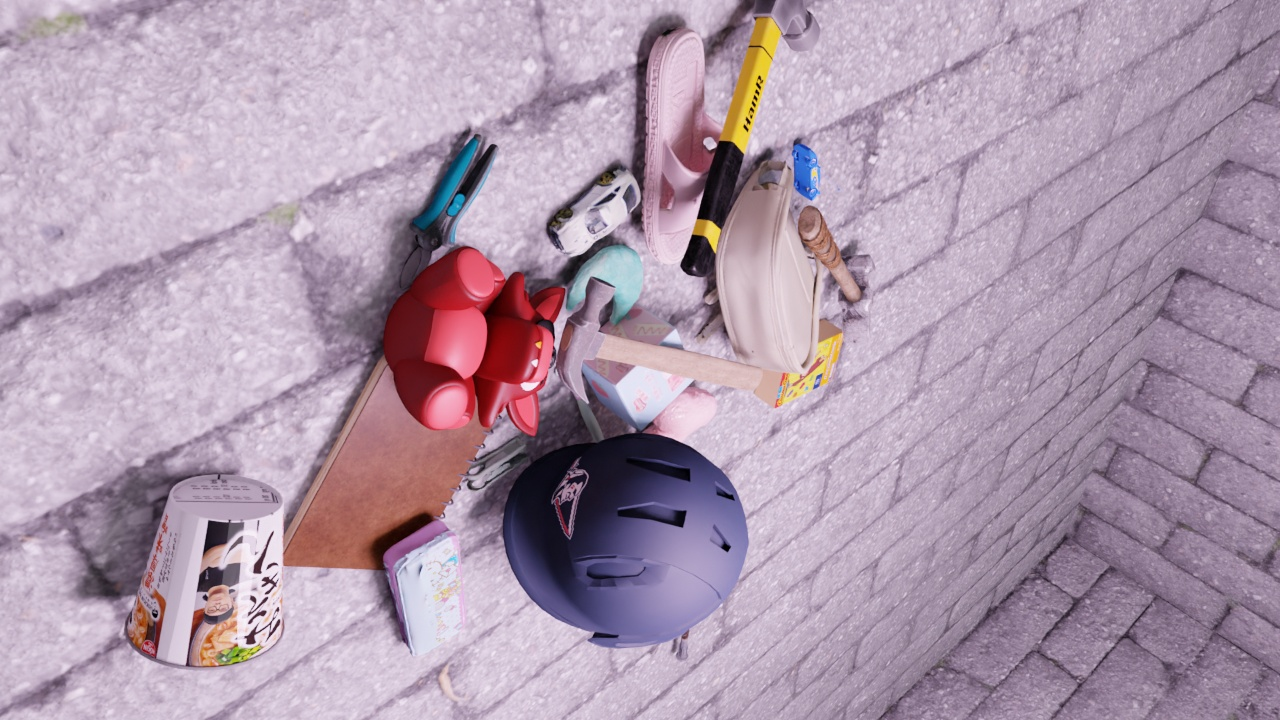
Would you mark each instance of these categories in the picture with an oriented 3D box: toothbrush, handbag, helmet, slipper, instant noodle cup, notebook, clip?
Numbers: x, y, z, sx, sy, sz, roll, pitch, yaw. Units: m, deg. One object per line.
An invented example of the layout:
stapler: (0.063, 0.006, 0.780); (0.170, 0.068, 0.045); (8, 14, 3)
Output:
toothbrush: (-0.065, 0.054, 1.054); (0.022, 0.015, 0.155); (-14, 139, 6)
handbag: (0.143, -0.105, 1.113); (0.183, 0.132, 0.229); (-69, 152, -21)
helmet: (-0.015, 0.185, 1.012); (0.224, 0.272, 0.231); (103, -3, -56)
slipper: (0.051, -0.205, 0.912); (0.094, 0.064, 0.240); (-42, 142, -42)
instant noodle cup: (-0.350, 0.168, 0.760); (0.123, 0.124, 0.122); (0, 110, -48)
notebook: (-0.237, 0.108, 0.904); (0.167, 0.024, 0.225); (19, 105, -51)
clip: (-0.157, 0.114, 0.998); (0.075, 0.023, 0.044); (-32, 137, -30)

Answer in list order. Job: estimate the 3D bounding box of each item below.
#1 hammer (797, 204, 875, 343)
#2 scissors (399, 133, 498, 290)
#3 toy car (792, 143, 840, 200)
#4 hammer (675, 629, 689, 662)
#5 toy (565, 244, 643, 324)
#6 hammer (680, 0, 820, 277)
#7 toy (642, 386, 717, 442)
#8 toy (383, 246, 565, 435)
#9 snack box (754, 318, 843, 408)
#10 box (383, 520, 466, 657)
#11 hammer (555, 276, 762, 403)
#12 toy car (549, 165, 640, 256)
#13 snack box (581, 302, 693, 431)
hammer: (0.245, -0.115, 1.145); (0.318, 0.049, 0.121); (31, 60, -63)
scissors: (-0.172, -0.128, 0.785); (0.136, 0.019, 0.138); (-33, 141, -21)
toy car: (0.218, -0.230, 1.110); (0.061, 0.033, 0.092); (-31, 139, -17)
hammer: (0.079, 0.379, 1.457); (0.098, 0.044, 0.323); (-25, 135, -33)
toy: (-0.034, -0.082, 0.961); (0.105, 0.033, 0.085); (13, 108, -56)
hammer: (0.095, -0.235, 0.886); (0.169, 0.034, 0.324); (28, 77, -56)
toy: (0.044, 0.077, 1.167); (0.108, 0.053, 0.105); (6, 126, -50)
toy: (-0.137, -0.012, 0.839); (0.197, 0.121, 0.158); (15, 83, -56)
snack box: (0.227, 0.004, 1.312); (0.125, 0.040, 0.088); (-22, 134, -36)
box: (-0.229, 0.251, 0.991); (0.076, 0.033, 0.215); (-30, 149, -29)
hammer: (0.033, -0.001, 0.981); (0.330, 0.031, 0.119); (11, 108, -51)
toy car: (-0.041, -0.144, 0.903); (0.105, 0.033, 0.048); (-42, 144, -13)
snack box: (-0.006, 0.006, 1.025); (0.094, 0.079, 0.093); (-44, 141, -15)
